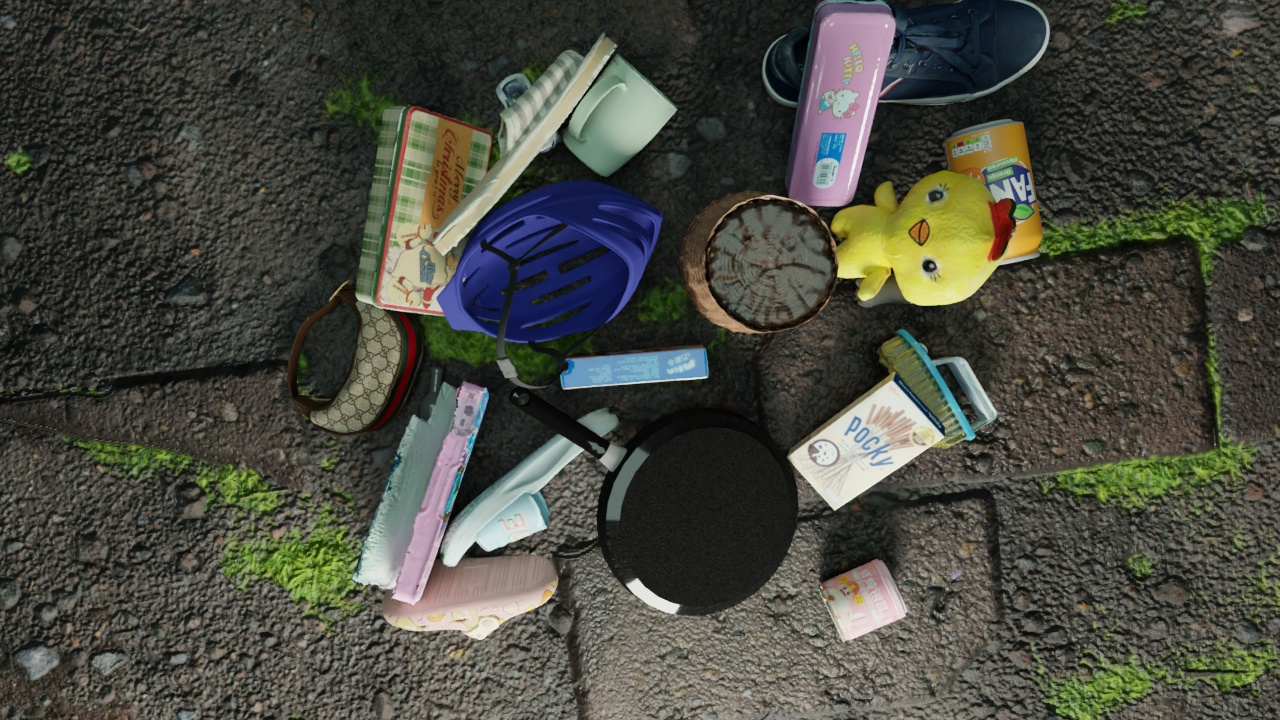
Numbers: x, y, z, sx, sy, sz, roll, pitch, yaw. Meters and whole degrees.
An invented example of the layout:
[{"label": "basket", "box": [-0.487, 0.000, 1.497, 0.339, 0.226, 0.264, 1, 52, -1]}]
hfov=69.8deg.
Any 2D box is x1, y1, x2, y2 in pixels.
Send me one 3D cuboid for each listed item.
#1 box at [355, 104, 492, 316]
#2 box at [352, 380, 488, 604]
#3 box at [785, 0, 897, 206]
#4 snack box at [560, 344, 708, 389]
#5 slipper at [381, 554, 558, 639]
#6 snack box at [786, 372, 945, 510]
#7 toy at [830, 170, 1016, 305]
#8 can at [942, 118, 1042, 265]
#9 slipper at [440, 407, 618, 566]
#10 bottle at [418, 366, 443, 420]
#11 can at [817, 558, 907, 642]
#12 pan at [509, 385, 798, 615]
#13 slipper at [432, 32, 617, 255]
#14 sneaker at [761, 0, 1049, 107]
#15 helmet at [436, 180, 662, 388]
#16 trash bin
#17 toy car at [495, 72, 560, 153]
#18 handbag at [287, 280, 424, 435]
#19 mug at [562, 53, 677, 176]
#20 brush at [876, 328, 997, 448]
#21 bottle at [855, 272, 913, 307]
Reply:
[{"label": "box", "box": [-0.223, -0.151, 0.953, 0.050, 0.117, 0.205, 13, 94, 37]}, {"label": "box", "box": [-0.229, 0.131, 0.958, 0.077, 0.085, 0.230, 19, 76, -9]}, {"label": "box", "box": [0.194, -0.251, 0.912, 0.076, 0.036, 0.215, 0, 134, -3]}, {"label": "snack box", "box": [-0.006, 0.006, 0.973, 0.151, 0.087, 0.034, -5, 93, 2]}, {"label": "slipper", "box": [-0.182, 0.268, 1.003, 0.197, 0.093, 0.081, -9, 115, 8]}, {"label": "snack box", "box": [0.237, 0.088, 0.974, 0.082, 0.026, 0.150, 47, 120, -1]}, {"label": "toy", "box": [0.278, -0.120, 0.920, 0.208, 0.092, 0.133, 6, 85, 37]}, {"label": "can", "box": [0.366, -0.172, 0.951, 0.079, 0.079, 0.142, -12, 94, 3]}, {"label": "slipper", "box": [-0.115, 0.144, 0.983, 0.245, 0.104, 0.074, -40, 89, 0]}, {"label": "bottle", "box": [-0.229, 0.063, 1.013, 0.030, 0.030, 0.113, 7, 95, 1]}, {"label": "can", "box": [0.241, 0.260, 0.997, 0.076, 0.067, 0.067, -25, 93, 4]}, {"label": "pan", "box": [0.014, 0.128, 0.956, 0.356, 0.034, 0.225, 35, 86, -19]}, {"label": "slipper", "box": [-0.123, -0.220, 0.917, 0.054, 0.114, 0.272, 38, 89, -9]}, {"label": "sneaker", "box": [0.274, -0.322, 0.921, 0.294, 0.127, 0.121, -7, 95, 0]}, {"label": "helmet", "box": [-0.082, -0.073, 0.905, 0.241, 0.227, 0.148, -19, 125, 4]}, {"label": "trash bin", "box": [0.115, -0.099, 0.900, 0.151, 0.210, 0.151, 0, 94, 1]}, {"label": "toy car", "box": [-0.121, -0.265, 0.984, 0.039, 0.027, 0.090, -30, 93, 2]}, {"label": "handbag", "box": [-0.315, -0.004, 0.999, 0.138, 0.063, 0.166, 23, 95, 9]}, {"label": "mug", "box": [-0.032, -0.251, 0.941, 0.084, 0.111, 0.104, 47, 105, 14]}, {"label": "brush", "box": [0.315, 0.022, 0.981, 0.075, 0.055, 0.136, -32, 93, -6]}, {"label": "bottle", "box": [0.287, -0.078, 0.982, 0.110, 0.036, 0.036, -4, 94, 2]}]
